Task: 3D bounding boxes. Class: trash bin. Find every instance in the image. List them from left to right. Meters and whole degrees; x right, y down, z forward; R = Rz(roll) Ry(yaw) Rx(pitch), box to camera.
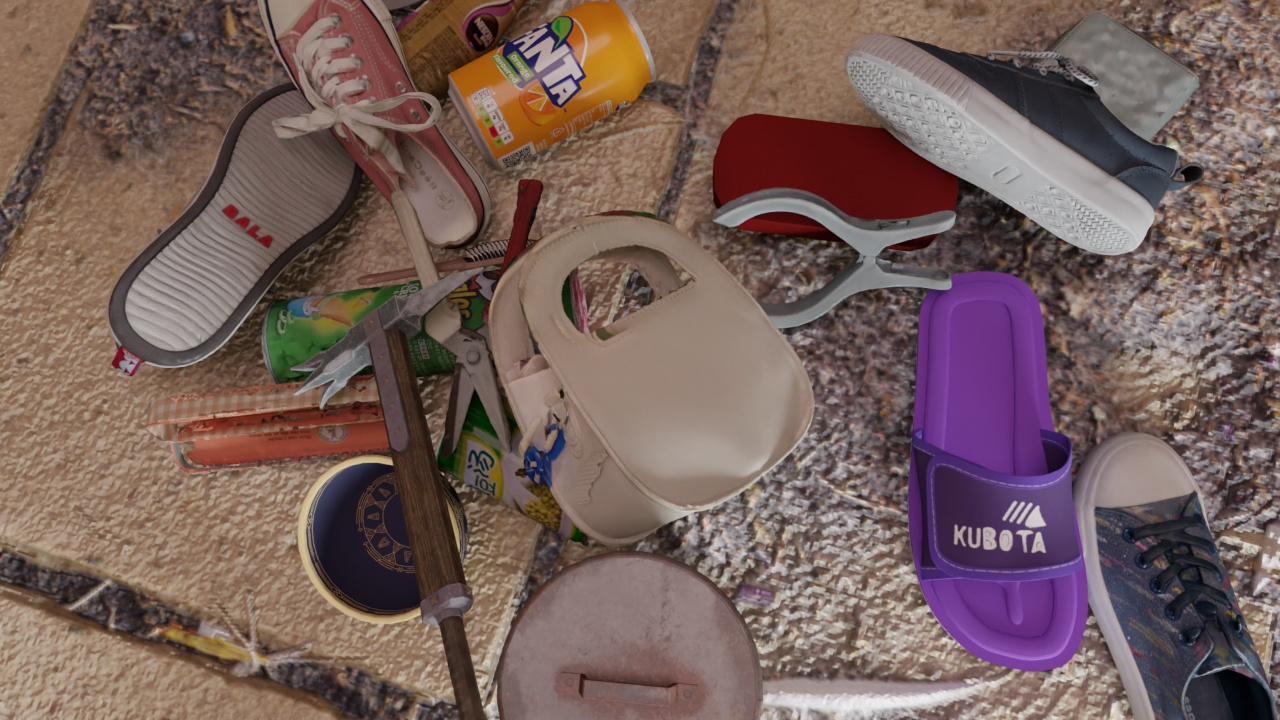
[{"bbox_3d":[-0.001,0.177,0.531,0.131,0.211,0.130,-1,78,3],"label":"trash bin"}]

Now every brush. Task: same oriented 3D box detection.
[{"bbox_3d":[-0.135,-0.073,0.659,0.135,0.050,0.015,-12,106,-15],"label":"brush"},{"bbox_3d":[0.139,-0.127,0.673,0.173,0.042,0.082,8,79,5],"label":"brush"}]

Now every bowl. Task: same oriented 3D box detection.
[{"bbox_3d":[-0.167,0.114,0.627,0.112,0.061,0.112,1,96,10],"label":"bowl"}]

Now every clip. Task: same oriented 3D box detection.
[{"bbox_3d":[0.127,-0.097,0.627,0.172,0.029,0.141,-10,115,14],"label":"clip"}]

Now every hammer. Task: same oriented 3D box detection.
[{"bbox_3d":[-0.113,0.083,0.498,0.147,0.028,0.316,-34,52,12],"label":"hammer"}]

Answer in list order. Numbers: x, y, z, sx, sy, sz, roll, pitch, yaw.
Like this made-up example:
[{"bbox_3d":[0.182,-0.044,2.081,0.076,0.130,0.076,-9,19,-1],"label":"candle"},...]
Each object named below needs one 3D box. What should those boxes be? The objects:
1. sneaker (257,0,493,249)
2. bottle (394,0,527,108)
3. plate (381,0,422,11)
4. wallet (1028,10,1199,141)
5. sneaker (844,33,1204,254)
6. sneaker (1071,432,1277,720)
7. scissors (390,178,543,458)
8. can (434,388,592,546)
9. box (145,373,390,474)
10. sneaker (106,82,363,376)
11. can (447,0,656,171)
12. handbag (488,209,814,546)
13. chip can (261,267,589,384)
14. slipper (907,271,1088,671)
[{"bbox_3d":[-0.194,-0.178,0.641,0.118,0.087,0.241,-31,101,19],"label":"sneaker"},{"bbox_3d":[-0.129,-0.268,0.710,0.166,0.060,0.059,-43,79,-6],"label":"bottle"},{"bbox_3d":[-0.215,-0.366,0.760,0.178,0.012,0.178,-1,78,3],"label":"plate"},{"bbox_3d":[0.319,-0.178,0.668,0.131,0.054,0.100,-44,71,-3],"label":"wallet"},{"bbox_3d":[0.250,-0.162,0.607,0.235,0.089,0.087,34,85,4],"label":"sneaker"},{"bbox_3d":[0.340,0.160,0.581,0.087,0.079,0.235,-10,78,1],"label":"sneaker"},{"bbox_3d":[-0.114,-0.043,0.610,0.179,0.015,0.193,37,82,11],"label":"scissors"},{"bbox_3d":[-0.075,0.071,0.632,0.121,0.067,0.067,26,81,8],"label":"can"},{"bbox_3d":[-0.250,0.045,0.652,0.187,0.083,0.043,-6,59,4],"label":"box"},{"bbox_3d":[-0.297,-0.094,0.674,0.096,0.129,0.262,40,56,-26],"label":"sneaker"},{"bbox_3d":[-0.066,-0.206,0.683,0.142,0.079,0.079,-29,78,-3],"label":"can"},{"bbox_3d":[-0.004,0.003,0.590,0.200,0.093,0.199,-27,84,-42],"label":"handbag"},{"bbox_3d":[-0.151,-0.023,0.654,0.223,0.075,0.075,-7,78,3],"label":"chip can"},{"bbox_3d":[0.229,0.064,0.597,0.107,0.084,0.266,-3,77,14],"label":"slipper"}]
